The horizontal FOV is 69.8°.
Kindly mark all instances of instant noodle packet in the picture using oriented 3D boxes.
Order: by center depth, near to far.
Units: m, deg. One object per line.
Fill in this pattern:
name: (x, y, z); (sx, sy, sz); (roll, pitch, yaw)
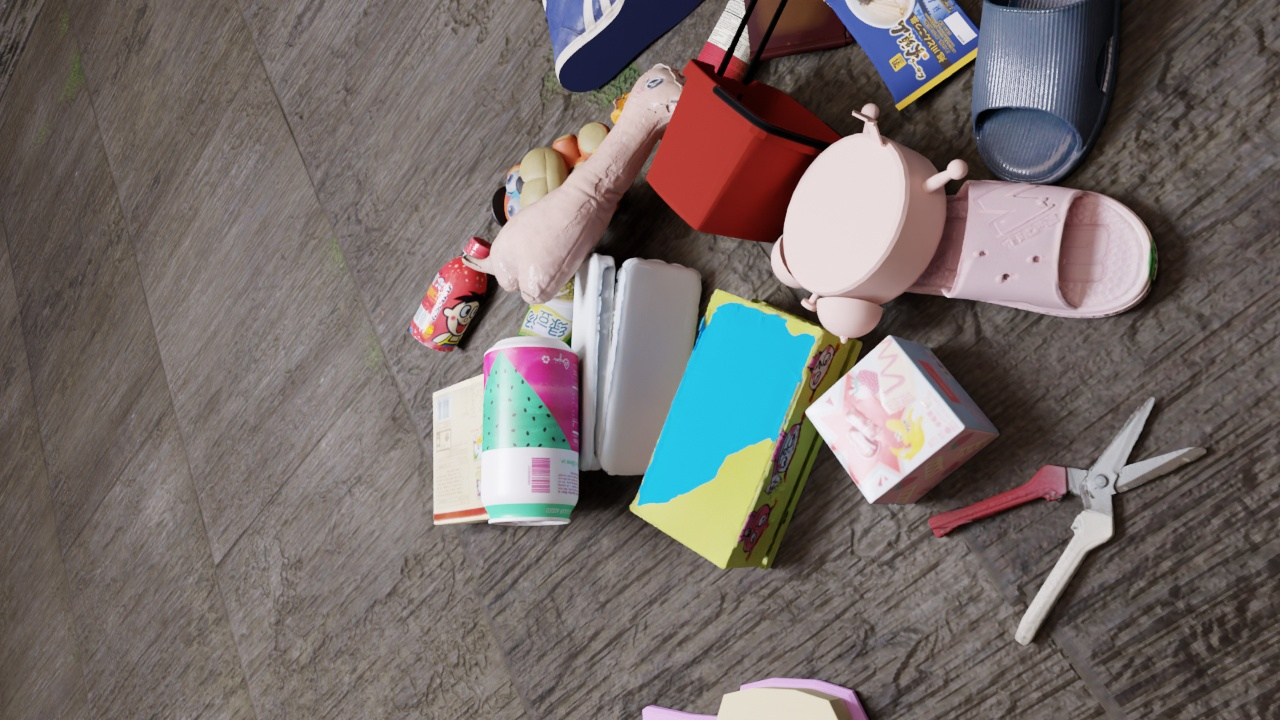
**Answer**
instant noodle packet: (0.222, -0.288, 0.774); (0.087, 0.026, 0.134); (-34, 69, 20)

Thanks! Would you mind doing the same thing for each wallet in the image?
wallet: (0.137, -0.335, 0.822); (0.091, 0.018, 0.116); (-6, 103, 14)

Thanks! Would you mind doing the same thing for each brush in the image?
brush: (0.085, 0.321, 0.790); (0.229, 0.043, 0.089); (-12, 76, 37)

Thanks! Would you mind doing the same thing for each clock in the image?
clock: (0.165, -0.110, 0.725); (0.131, 0.086, 0.161); (58, 134, 49)

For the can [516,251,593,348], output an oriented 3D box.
can: (-0.081, -0.059, 0.966); (0.067, 0.067, 0.121); (31, 103, 38)

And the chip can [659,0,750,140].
chip can: (0.088, -0.298, 0.875); (0.052, 0.051, 0.215); (42, 110, 35)

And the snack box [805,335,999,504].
snack box: (0.202, 0.048, 0.713); (0.095, 0.079, 0.093); (-46, 58, 25)

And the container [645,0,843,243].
container: (0.107, -0.213, 0.786); (0.127, 0.147, 0.201); (51, 123, 33)

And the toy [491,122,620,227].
toy: (-0.089, -0.179, 0.983); (0.177, 0.096, 0.112); (-22, 69, 47)

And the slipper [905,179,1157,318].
slipper: (0.258, -0.090, 0.699); (0.240, 0.064, 0.094); (10, 90, 41)

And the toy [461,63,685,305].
toy: (-0.060, -0.177, 0.887); (0.196, 0.065, 0.264); (25, 83, 45)

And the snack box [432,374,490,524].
snack box: (-0.156, 0.094, 0.983); (0.208, 0.055, 0.153); (-18, 71, 51)

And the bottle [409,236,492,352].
bottle: (-0.216, -0.081, 1.083); (0.062, 0.061, 0.138); (45, 112, 34)

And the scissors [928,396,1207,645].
scissors: (0.302, 0.117, 0.664); (0.197, 0.015, 0.179); (-4, 80, 38)

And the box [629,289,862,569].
box: (0.091, 0.059, 0.805); (0.124, 0.082, 0.221); (24, 96, 38)

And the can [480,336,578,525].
can: (-0.101, 0.066, 0.845); (0.088, 0.088, 0.165); (-11, 73, 37)

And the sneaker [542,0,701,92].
sneaker: (-0.016, -0.400, 0.957); (0.234, 0.091, 0.118); (-37, 59, 38)

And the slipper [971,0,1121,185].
slipper: (0.296, -0.264, 0.675); (0.101, 0.082, 0.264); (18, 101, 43)

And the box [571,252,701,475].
box: (-0.026, 0.005, 0.894); (0.106, 0.129, 0.211); (9, 90, 61)
